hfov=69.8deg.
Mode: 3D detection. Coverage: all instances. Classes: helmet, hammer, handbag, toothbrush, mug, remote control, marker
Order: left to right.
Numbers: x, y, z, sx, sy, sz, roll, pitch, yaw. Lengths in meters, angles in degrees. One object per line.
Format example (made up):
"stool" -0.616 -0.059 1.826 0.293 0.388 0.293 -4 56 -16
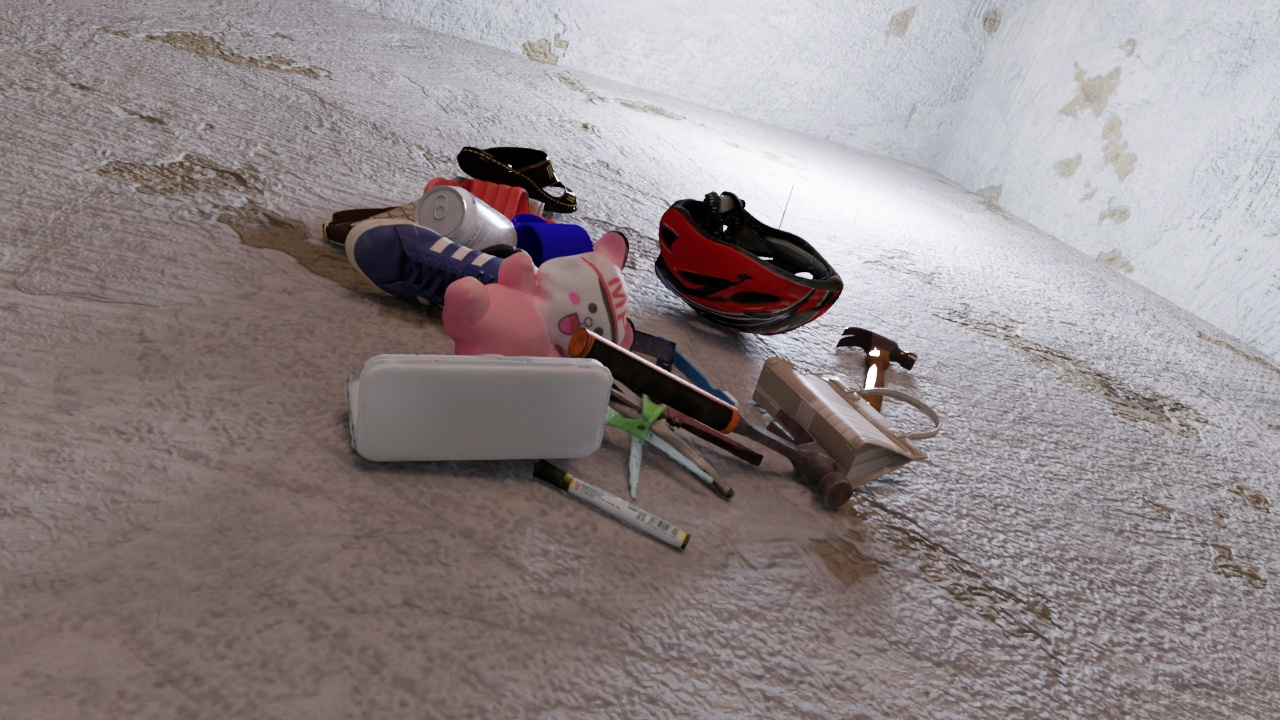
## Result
"handbag" -0.317 -0.166 1.145 0.138 0.063 0.166 8 24 16
"remote control" -0.192 -0.119 1.088 0.125 0.009 0.046 -11 -15 34
"mug" -0.126 -0.150 1.199 0.083 0.079 0.111 -6 53 -45
"marker" -0.026 0.122 0.779 0.146 0.017 0.017 25 24 12
"toothbrush" 0.064 0.014 1.082 0.014 0.016 0.166 2 29 -35
"hammer" 0.065 0.042 0.893 0.314 0.035 0.137 28 16 -27
"helmet" 0.144 -0.128 1.262 0.272 0.167 0.216 30 26 23
"toothbrush" 0.202 -0.184 1.409 0.010 0.182 0.010 16 19 -1
"handbag" 0.260 0.065 1.047 0.197 0.062 0.175 -1 31 -30
"hammer" 0.313 0.025 1.233 0.115 0.033 0.322 25 25 7

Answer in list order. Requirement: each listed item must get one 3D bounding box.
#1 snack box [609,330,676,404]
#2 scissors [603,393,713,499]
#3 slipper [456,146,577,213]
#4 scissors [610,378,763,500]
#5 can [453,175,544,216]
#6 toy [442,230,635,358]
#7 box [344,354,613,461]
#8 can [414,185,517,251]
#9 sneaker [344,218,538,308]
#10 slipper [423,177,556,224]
"snack box" -0.006 0.006 1.031 0.082 0.027 0.150 17 24 0
"scissors" -0.007 0.067 0.877 0.167 0.023 0.171 19 38 -7
"slipper" -0.178 -0.284 1.395 0.113 0.076 0.267 19 1 26
"scissors" 0.039 0.071 0.916 0.187 0.015 0.179 10 33 -25
"can" -0.212 -0.225 1.340 0.135 0.054 0.054 17 24 -7
"toy" -0.093 -0.045 0.926 0.212 0.142 0.084 -22 18 -31
"box" -0.145 0.027 0.792 0.215 0.107 0.124 3 21 -23
"can" -0.211 -0.159 1.115 0.078 0.078 0.136 28 1 19
"sneaker" -0.197 -0.071 0.988 0.232 0.092 0.118 16 25 -30
"slipper" -0.178 -0.197 1.265 0.248 0.059 0.103 21 46 -9
